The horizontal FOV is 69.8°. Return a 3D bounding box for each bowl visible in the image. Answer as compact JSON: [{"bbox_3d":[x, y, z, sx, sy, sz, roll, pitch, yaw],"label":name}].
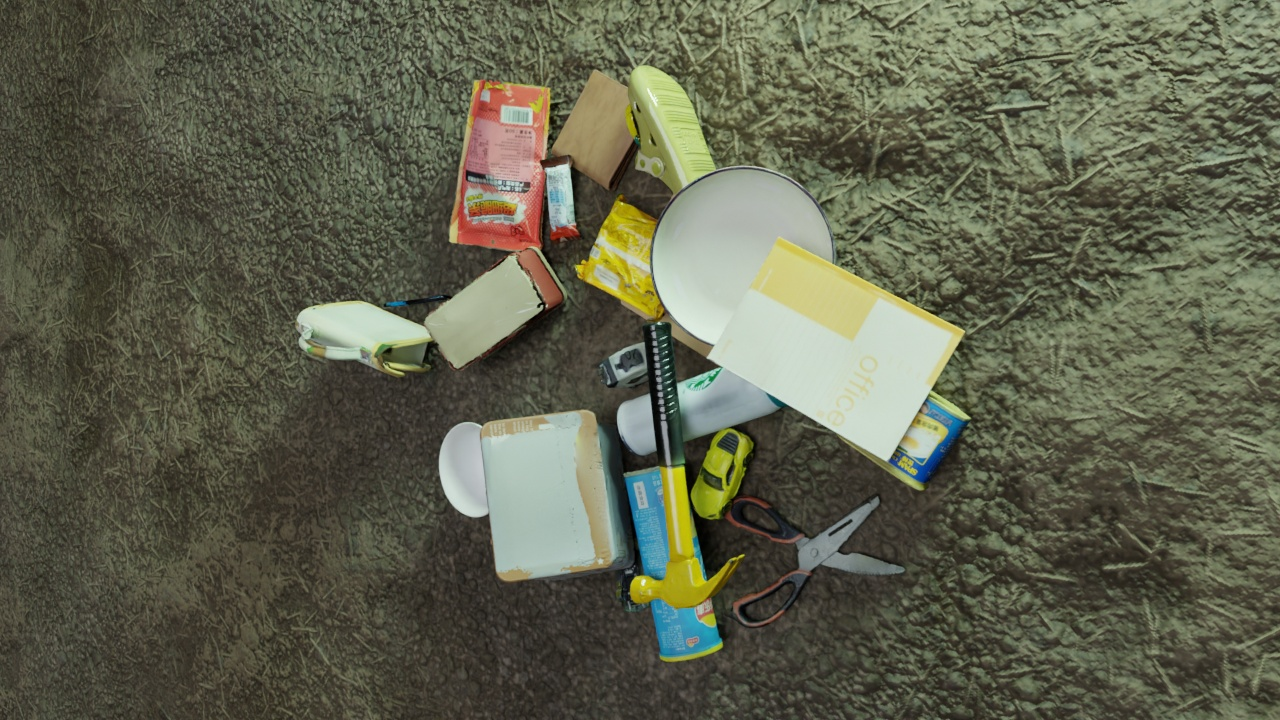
[{"bbox_3d":[-0.191,0.134,1.158,0.118,0.064,0.118,2,94,38],"label":"bowl"}]

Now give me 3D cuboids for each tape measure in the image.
[{"bbox_3d":[-0.006,0.006,1.051,0.066,0.065,0.033,-31,75,28],"label":"tape measure"}]

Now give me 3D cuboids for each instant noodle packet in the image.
[{"bbox_3d":[-0.003,-0.116,1.049,0.128,0.044,0.111,33,100,22],"label":"instant noodle packet"}]

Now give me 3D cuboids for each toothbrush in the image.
[{"bbox_3d":[-0.279,-0.084,1.239,0.190,0.014,0.016,-3,88,31],"label":"toothbrush"}]

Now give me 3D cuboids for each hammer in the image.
[{"bbox_3d":[0.034,0.110,0.965,0.129,0.032,0.300,-8,86,31],"label":"hammer"}]

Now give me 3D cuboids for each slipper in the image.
[{"bbox_3d":[0.025,-0.233,1.018,0.082,0.091,0.190,-28,80,30],"label":"slipper"}]

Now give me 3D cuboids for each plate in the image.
[{"bbox_3d":[0.107,-0.107,0.965,0.192,0.039,0.192,2,104,9],"label":"plate"}]

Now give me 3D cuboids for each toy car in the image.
[{"bbox_3d":[0.086,0.124,1.010,0.048,0.032,0.105,25,95,37],"label":"toy car"},{"bbox_3d":[-0.007,0.246,1.071,0.043,0.036,0.091,-19,73,32],"label":"toy car"}]

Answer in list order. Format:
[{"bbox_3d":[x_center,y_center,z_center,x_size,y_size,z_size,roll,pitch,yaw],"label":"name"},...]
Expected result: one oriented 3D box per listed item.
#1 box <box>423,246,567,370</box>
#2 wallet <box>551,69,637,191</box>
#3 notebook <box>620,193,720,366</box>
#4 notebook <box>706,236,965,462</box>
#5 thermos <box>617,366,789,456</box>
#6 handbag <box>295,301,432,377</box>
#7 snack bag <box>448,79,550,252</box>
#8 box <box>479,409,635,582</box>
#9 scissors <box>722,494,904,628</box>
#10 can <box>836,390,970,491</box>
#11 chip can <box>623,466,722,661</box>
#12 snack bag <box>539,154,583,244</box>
[{"bbox_3d":[-0.186,-0.063,1.137,0.169,0.078,0.091,-32,91,26],"label":"box"},{"bbox_3d":[-0.045,-0.276,1.097,0.101,0.020,0.115,37,106,25],"label":"wallet"},{"bbox_3d":[0.086,-0.080,1.030,0.208,0.008,0.148,34,106,25],"label":"notebook"},{"bbox_3d":[0.187,-0.014,0.900,0.206,0.010,0.146,32,94,20],"label":"notebook"},{"bbox_3d":[0.081,0.041,0.993,0.225,0.073,0.073,-22,80,32],"label":"thermos"},{"bbox_3d":[-0.379,-0.023,1.204,0.163,0.178,0.063,20,106,27],"label":"handbag"},{"bbox_3d":[-0.172,-0.242,1.149,0.129,0.073,0.208,10,101,16],"label":"snack bag"},{"bbox_3d":[-0.102,0.156,1.033,0.151,0.166,0.181,-19,69,31],"label":"box"},{"bbox_3d":[0.168,0.212,0.982,0.225,0.015,0.189,17,99,29],"label":"scissors"},{"bbox_3d":[0.260,0.065,0.904,0.102,0.057,0.083,36,105,24],"label":"can"},{"bbox_3d":[0.036,0.222,1.028,0.071,0.071,0.210,-16,82,29],"label":"chip can"},{"bbox_3d":[-0.097,-0.196,1.119,0.048,0.026,0.104,-3,98,29],"label":"snack bag"}]
